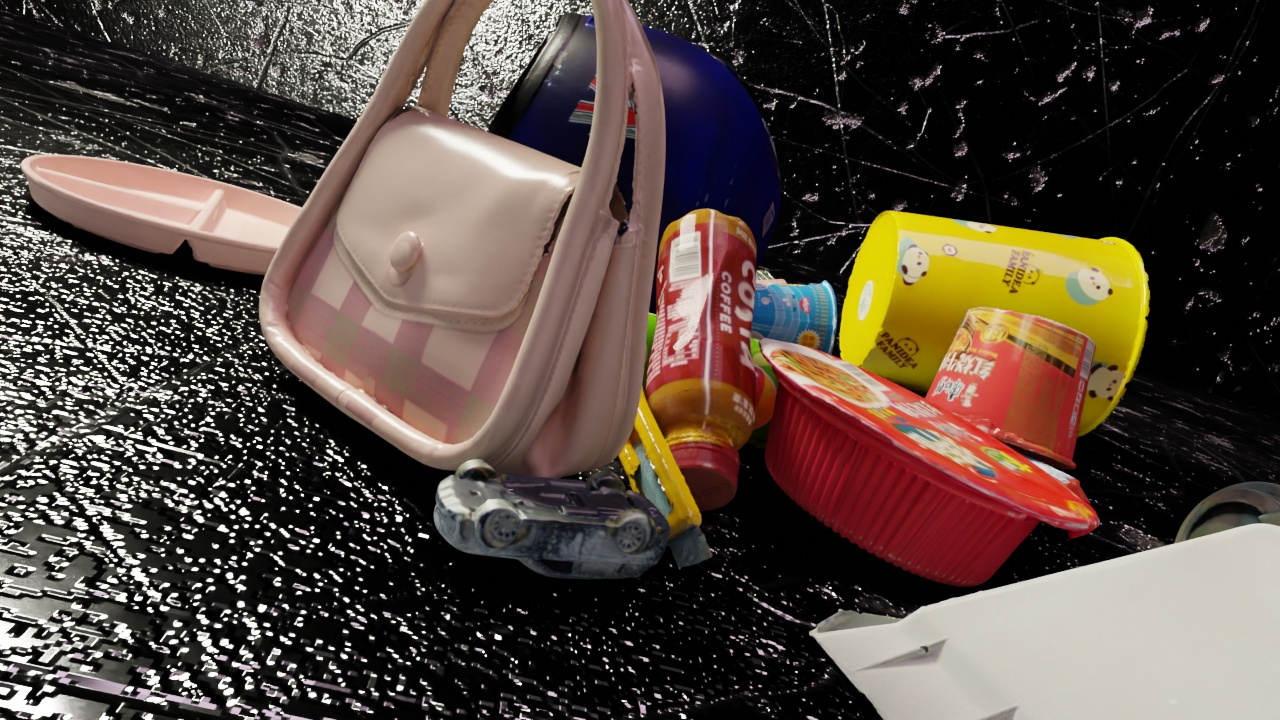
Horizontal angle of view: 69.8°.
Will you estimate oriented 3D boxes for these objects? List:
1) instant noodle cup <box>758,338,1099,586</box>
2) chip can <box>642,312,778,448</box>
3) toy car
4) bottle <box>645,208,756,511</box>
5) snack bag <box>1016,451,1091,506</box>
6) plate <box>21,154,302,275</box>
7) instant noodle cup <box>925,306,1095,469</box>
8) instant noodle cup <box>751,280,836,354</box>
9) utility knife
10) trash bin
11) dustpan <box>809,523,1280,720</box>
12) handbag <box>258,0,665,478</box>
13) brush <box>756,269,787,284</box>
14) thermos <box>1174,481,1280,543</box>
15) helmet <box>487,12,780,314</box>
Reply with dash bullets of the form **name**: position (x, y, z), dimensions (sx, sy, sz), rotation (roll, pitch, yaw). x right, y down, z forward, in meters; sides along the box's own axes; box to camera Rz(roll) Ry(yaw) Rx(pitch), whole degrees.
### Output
- **instant noodle cup**: position (0.139, 0.059, 0.501), dimensions (0.194, 0.066, 0.193), rotation (25, 14, -7)
- **chip can**: position (-0.003, 0.003, 0.556), dimensions (0.221, 0.073, 0.072), rotation (13, 14, -25)
- **toy car**: position (-0.033, 0.062, 0.347), dimensions (0.090, 0.034, 0.043), rotation (10, 17, -26)
- **bottle**: position (0.033, -0.004, 0.492), dimensions (0.057, 0.058, 0.174), rotation (16, 50, -11)
- **snack bag**: position (0.307, 0.090, 0.730), dimensions (0.048, 0.026, 0.104), rotation (20, 7, -42)
- **plate**: position (-0.320, -0.104, 0.674), dimensions (0.229, 0.028, 0.229), rotation (17, 11, -4)
- **instant noodle cup**: position (0.322, 0.022, 0.794), dimensions (0.138, 0.108, 0.138), rotation (20, -2, 0)
- **instant noodle cup**: position (0.112, -0.032, 0.852), dimensions (0.110, 0.099, 0.099), rotation (7, 14, -8)
- **utility knife**: position (-0.002, 0.036, 0.438), dimensions (0.015, 0.033, 0.171), rotation (18, 26, -31)
- **trash bin**: position (0.374, -0.050, 1.019), dimensions (0.255, 0.230, 0.229), rotation (12, 13, -3)
- **dustpan**: position (0.232, 0.168, 0.321), dimensions (0.257, 0.143, 0.222), rotation (-16, 23, -13)
- **handbag**: position (-0.071, -0.076, 0.419), dimensions (0.193, 0.234, 0.093), rotation (28, 14, 36)
- **brush**: position (0.085, -0.056, 0.948), dimensions (0.145, 0.063, 0.073), rotation (-3, 46, -33)
- **thermos**: position (0.395, 0.132, 0.545), dimensions (0.143, 0.093, 0.093), rotation (22, 11, -18)
- **helmet**: position (-0.017, -0.131, 0.769), dimensions (0.240, 0.247, 0.316), rotation (31, -11, -12)
